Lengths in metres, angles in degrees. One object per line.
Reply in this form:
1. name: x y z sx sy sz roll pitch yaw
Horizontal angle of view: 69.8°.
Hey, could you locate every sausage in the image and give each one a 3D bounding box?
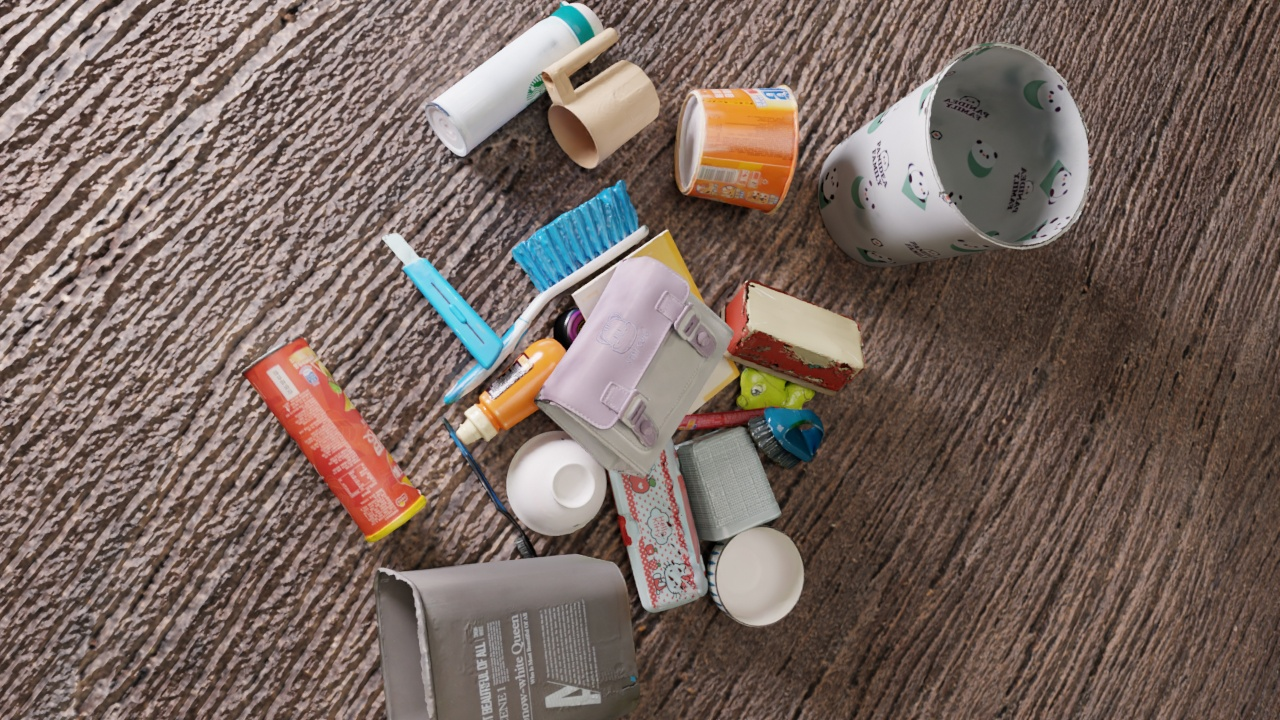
1. sausage: 0.104 0.070 1.095 0.155 0.020 0.020 -4 87 -17

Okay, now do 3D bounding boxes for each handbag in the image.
1. handbag: -0.006 0.006 0.988 0.145 0.099 0.196 41 69 -22

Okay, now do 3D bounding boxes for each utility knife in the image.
1. utility knife: -0.214 -0.069 0.987 0.034 0.018 0.185 -42 85 -4

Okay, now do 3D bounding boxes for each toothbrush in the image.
1. toothbrush: -0.168 0.143 1.008 0.016 0.014 0.189 -32 97 4

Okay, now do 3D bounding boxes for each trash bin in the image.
1. trash bin: -0.135 0.293 0.919 0.219 0.199 0.199 -5 87 -27
2. trash bin: 0.359 -0.223 1.111 0.229 0.252 0.229 2 84 -21

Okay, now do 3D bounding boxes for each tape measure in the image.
1. tape measure: -0.070 -0.032 1.045 0.057 0.039 0.058 -22 100 -31

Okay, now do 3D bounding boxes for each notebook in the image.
1. notebook: 0.023 -0.027 1.070 0.145 0.010 0.206 -37 112 -22

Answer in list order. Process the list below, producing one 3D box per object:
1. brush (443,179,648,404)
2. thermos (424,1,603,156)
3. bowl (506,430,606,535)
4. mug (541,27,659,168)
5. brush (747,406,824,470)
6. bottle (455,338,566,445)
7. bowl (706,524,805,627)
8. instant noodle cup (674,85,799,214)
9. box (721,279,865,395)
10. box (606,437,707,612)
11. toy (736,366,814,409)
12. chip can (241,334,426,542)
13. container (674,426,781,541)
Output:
1. brush: -0.115 -0.081 1.028 0.314 0.061 0.109 -35 102 -17
2. thermos: -0.133 -0.320 1.030 0.223 0.073 0.073 -43 101 -19
3. bowl: -0.083 0.136 1.013 0.118 0.065 0.118 2 84 -20
4. mug: -0.048 -0.298 1.043 0.103 0.084 0.125 -41 129 -21
5. brush: 0.178 0.086 1.079 0.074 0.143 0.055 -30 63 15
6. bottle: -0.139 0.040 1.005 0.149 0.067 0.067 -39 99 -12
7. bowl: 0.128 0.250 1.083 0.116 0.066 0.116 2 85 -20
8. instant noodle cup: 0.108 -0.252 1.080 0.111 0.151 0.151 2 85 -12
9. box: 0.188 -0.030 1.107 0.168 0.077 0.091 19 50 -18
10. box: 0.019 0.183 1.048 0.087 0.047 0.201 -14 90 -5
11. toy: 0.166 0.034 1.134 0.100 0.031 0.096 41 75 -18
12. chip can: -0.309 0.080 0.928 0.073 0.073 0.216 -38 99 -20
13. container: 0.093 0.141 1.070 0.090 0.090 0.111 -18 88 -21
